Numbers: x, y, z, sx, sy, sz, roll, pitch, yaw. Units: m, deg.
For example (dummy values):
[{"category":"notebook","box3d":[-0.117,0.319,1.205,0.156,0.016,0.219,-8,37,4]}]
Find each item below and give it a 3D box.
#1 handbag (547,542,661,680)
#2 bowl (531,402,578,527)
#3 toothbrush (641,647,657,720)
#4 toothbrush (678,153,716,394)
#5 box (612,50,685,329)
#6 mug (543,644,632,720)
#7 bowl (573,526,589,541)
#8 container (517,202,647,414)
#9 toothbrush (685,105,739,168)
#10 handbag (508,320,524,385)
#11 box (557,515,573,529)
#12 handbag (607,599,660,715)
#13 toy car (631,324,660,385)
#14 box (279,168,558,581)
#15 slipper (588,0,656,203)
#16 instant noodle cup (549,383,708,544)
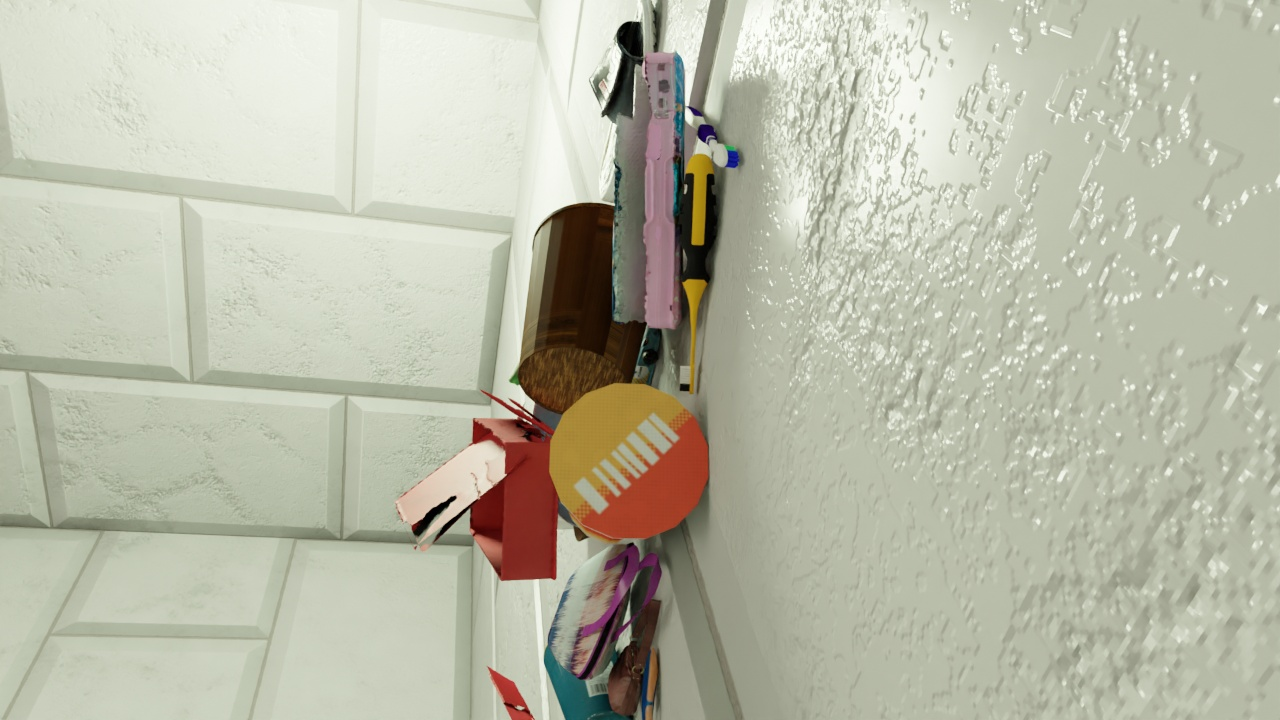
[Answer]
[{"category":"handbag","box3d":[-0.025,0.221,0.853,0.170,0.068,0.144,-55,12,55]},{"category":"bowl","box3d":[-0.044,0.087,0.931,0.151,0.074,0.151,19,113,53]},{"category":"toothbrush","box3d":[0.007,0.319,0.794,0.022,0.017,0.135,129,143,-64]},{"category":"toothbrush","box3d":[0.045,-0.070,0.754,0.031,0.031,0.197,-87,-1,-84]},{"category":"box","box3d":[0.007,-0.142,0.797,0.084,0.063,0.230,-36,-53,-84]},{"category":"mug","box3d":[-0.049,0.332,0.920,0.121,0.078,0.078,-125,41,-63]},{"category":"bowl","box3d":[-0.055,0.157,1.095,0.119,0.032,0.119,-176,91,-77]},{"category":"container","box3d":[-0.051,-0.043,0.863,0.132,0.132,0.166,110,170,-50]},{"category":"toothbrush","box3d":[0.056,-0.192,0.775,0.186,0.016,0.015,-105,23,-62]},{"category":"handbag","box3d":[-0.132,-0.046,1.245,0.175,0.074,0.151,-55,7,-11]},{"category":"box","box3d":[-0.128,0.171,1.192,0.108,0.102,0.102,55,-146,-66]},{"category":"handbag","box3d":[-0.002,0.266,0.845,0.055,0.029,0.120,-99,23,-61]},{"category":"toy car","box3d":[-0.006,0.005,0.943,0.060,0.027,0.108,-102,21,-53]},{"category":"box","box3d":[-0.193,0.010,0.886,0.425,0.127,0.213,63,165,-12]},{"category":"slipper","box3d":[-0.032,-0.315,1.114,0.111,0.063,0.264,-98,16,-45]},{"category":"instant noodle cup","box3d":[-0.015,0.098,0.769,0.121,0.123,0.123,107,165,-68]}]
